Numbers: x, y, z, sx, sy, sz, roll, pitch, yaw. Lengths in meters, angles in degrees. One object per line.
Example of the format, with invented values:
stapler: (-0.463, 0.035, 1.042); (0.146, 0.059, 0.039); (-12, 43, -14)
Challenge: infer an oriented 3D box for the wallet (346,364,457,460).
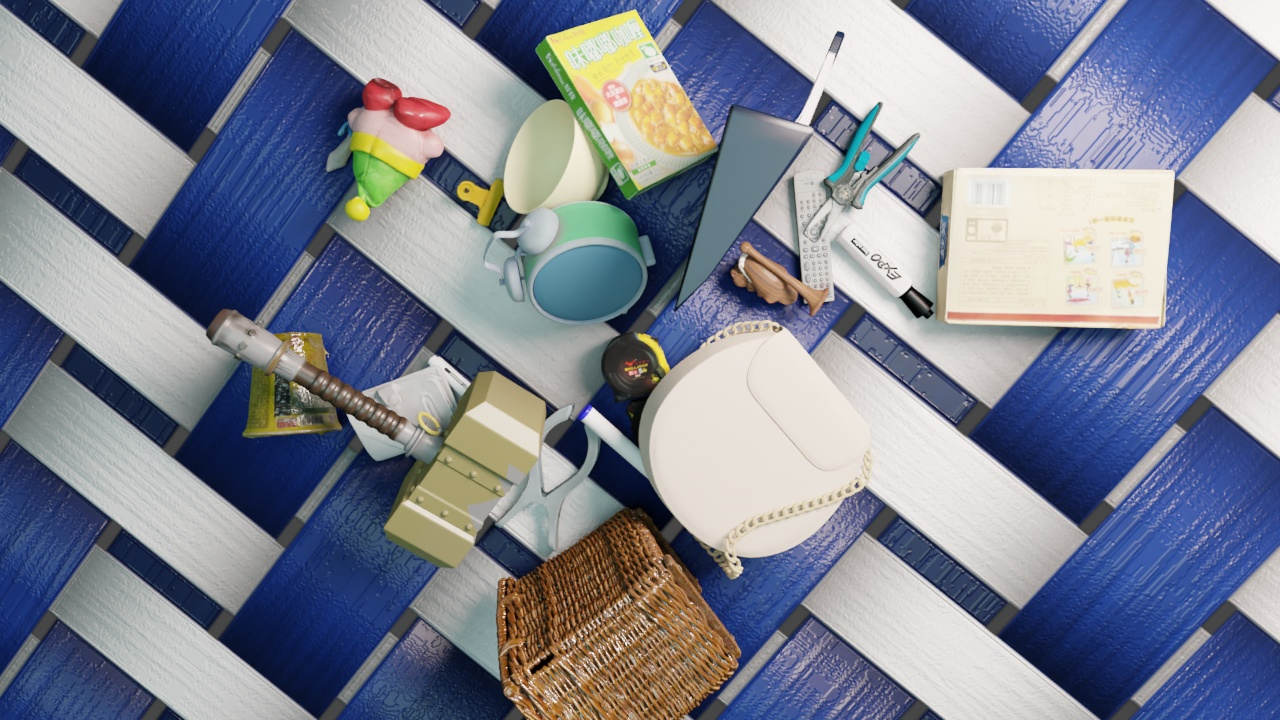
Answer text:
wallet: (-0.255, 0.061, 0.995); (0.116, 0.032, 0.086); (-23, 106, 12)

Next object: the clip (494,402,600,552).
clip: (-0.109, 0.118, 1.000); (0.108, 0.028, 0.163); (21, 97, 3)

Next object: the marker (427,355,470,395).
marker: (-0.179, 0.040, 1.003); (0.133, 0.017, 0.020); (42, 62, 0)

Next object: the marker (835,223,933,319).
marker: (0.253, -0.090, 0.942); (0.126, 0.025, 0.025); (44, 98, -1)

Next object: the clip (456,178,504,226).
clip: (-0.172, -0.174, 0.969); (0.046, 0.035, 0.053); (25, 100, -6)

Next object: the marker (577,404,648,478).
marker: (-0.008, 0.099, 0.978); (0.141, 0.020, 0.020); (42, 99, -12)

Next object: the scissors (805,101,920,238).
scissors: (0.223, -0.195, 0.931); (0.122, 0.019, 0.149); (-2, 97, -3)

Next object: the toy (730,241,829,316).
toy: (0.137, -0.081, 0.941); (0.102, 0.055, 0.041); (36, 61, -2)

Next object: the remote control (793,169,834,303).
remote control: (0.179, -0.128, 0.949); (0.033, 0.013, 0.136); (-5, 96, 6)

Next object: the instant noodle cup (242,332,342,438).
instant noodle cup: (-0.376, 0.027, 0.986); (0.102, 0.102, 0.108); (-4, 87, 6)

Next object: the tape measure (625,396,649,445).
tape measure: (0.020, 0.068, 0.976); (0.067, 0.038, 0.062); (-10, 96, 6)

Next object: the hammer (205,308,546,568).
hammer: (-0.277, 0.049, 0.919); (0.325, 0.100, 0.190); (33, 108, -14)

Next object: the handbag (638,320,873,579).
handbag: (0.111, 0.086, 0.919); (0.208, 0.103, 0.210); (-42, 102, -3)

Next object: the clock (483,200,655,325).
clock: (-0.075, -0.101, 0.913); (0.161, 0.075, 0.122); (7, 138, -25)

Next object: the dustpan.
dustpan: (0.109, -0.172, 0.839); (0.080, 0.236, 0.273); (16, 98, 2)

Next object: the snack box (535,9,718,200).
snack box: (-0.009, -0.254, 0.903); (0.027, 0.131, 0.168); (-28, 95, 51)

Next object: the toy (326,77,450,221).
toy: (-0.271, -0.217, 0.947); (0.124, 0.096, 0.132); (26, 118, 8)

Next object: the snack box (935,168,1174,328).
snack box: (0.406, -0.111, 0.909); (0.207, 0.055, 0.153); (1, 97, 5)

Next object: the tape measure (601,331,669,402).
tape measure: (-0.006, 0.006, 0.970); (0.071, 0.042, 0.072); (-14, 100, 8)

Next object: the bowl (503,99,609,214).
bowl: (-0.074, -0.194, 0.930); (0.074, 0.118, 0.118); (17, 101, -40)

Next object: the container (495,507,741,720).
container: (-0.023, 0.267, 0.902); (0.183, 0.250, 0.162); (-37, 103, -2)
